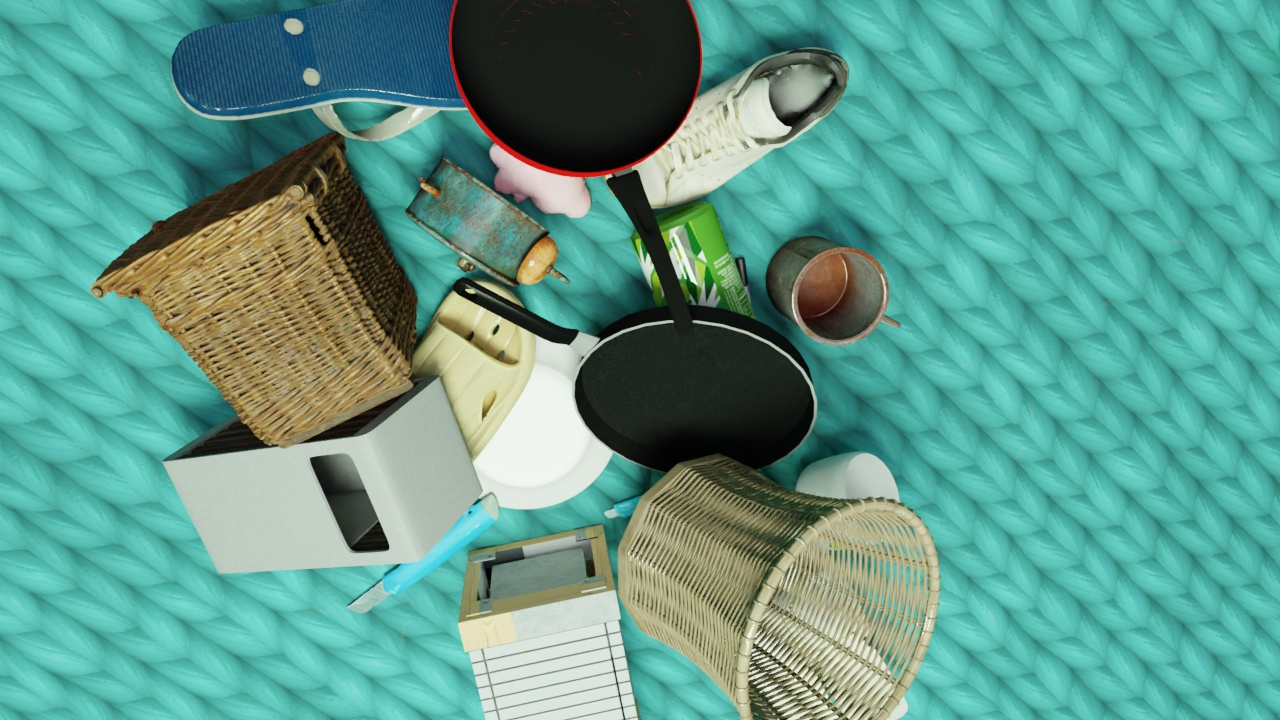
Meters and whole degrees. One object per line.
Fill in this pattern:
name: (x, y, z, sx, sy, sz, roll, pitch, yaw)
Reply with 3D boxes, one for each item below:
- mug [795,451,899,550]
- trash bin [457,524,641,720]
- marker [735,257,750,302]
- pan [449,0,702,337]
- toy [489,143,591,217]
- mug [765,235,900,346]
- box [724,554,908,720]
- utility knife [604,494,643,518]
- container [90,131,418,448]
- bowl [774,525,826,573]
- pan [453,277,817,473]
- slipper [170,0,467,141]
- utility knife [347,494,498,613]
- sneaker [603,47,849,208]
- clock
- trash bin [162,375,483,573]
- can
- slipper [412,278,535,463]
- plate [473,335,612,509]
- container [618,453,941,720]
mug: (0.216, 0.144, 0.933, 0.115, 0.068, 0.094, 14, 65, -36)
trash bin: (-0.080, 0.317, 0.918, 0.142, 0.142, 0.247, -11, 106, -4)
marker: (0.110, -0.029, 0.918, 0.011, 0.011, 0.152, -11, 105, -4)
pan: (-0.028, -0.187, 0.768, 0.208, 0.067, 0.356, -20, 92, -13)
toy: (-0.089, -0.176, 0.835, 0.093, 0.050, 0.102, -10, 109, -13)
mug: (0.187, -0.062, 0.870, 0.123, 0.110, 0.096, 27, 105, -13)
box: (0.176, 0.306, 0.944, 0.145, 0.066, 0.185, -30, 86, 0)
utility knife: (0.018, 0.142, 0.951, 0.117, 0.015, 0.022, -16, 99, 0)
container: (-0.283, -0.058, 0.753, 0.162, 0.249, 0.183, -26, 114, 0)
bowl: (0.138, 0.203, 0.966, 0.110, 0.040, 0.110, -2, 104, -7)
pan: (-0.005, 0.005, 0.833, 0.356, 0.034, 0.226, 28, 135, -19)
slipper: (-0.238, -0.249, 0.784, 0.294, 0.060, 0.118, -13, 81, -20)
utility knife: (-0.221, 0.202, 0.938, 0.196, 0.015, 0.031, -36, 103, 4)
sneaker: (0.082, -0.205, 0.821, 0.241, 0.102, 0.089, -29, 106, 2)
clock: (-0.132, -0.107, 0.816, 0.157, 0.121, 0.073, 33, 94, -20)
trash bin: (-0.276, 0.101, 0.806, 0.229, 0.114, 0.114, -9, 110, 24)
can: (0.053, -0.069, 0.863, 0.083, 0.083, 0.144, -23, 106, 0)
slipper: (-0.190, 0.049, 0.858, 0.111, 0.079, 0.262, 32, 102, 4)
plate: (-0.114, 0.063, 0.913, 0.188, 0.016, 0.189, -2, 105, -6)
container: (0.111, 0.199, 0.805, 0.226, 0.196, 0.227, -10, 107, -34)
